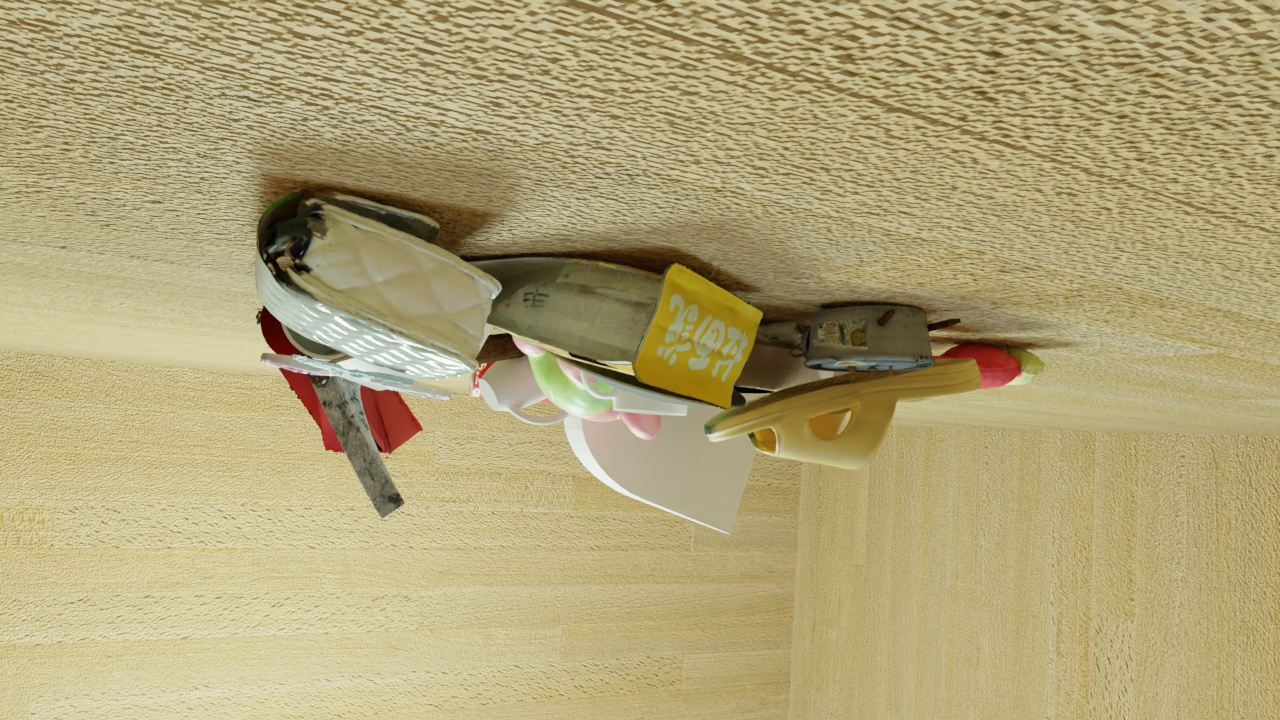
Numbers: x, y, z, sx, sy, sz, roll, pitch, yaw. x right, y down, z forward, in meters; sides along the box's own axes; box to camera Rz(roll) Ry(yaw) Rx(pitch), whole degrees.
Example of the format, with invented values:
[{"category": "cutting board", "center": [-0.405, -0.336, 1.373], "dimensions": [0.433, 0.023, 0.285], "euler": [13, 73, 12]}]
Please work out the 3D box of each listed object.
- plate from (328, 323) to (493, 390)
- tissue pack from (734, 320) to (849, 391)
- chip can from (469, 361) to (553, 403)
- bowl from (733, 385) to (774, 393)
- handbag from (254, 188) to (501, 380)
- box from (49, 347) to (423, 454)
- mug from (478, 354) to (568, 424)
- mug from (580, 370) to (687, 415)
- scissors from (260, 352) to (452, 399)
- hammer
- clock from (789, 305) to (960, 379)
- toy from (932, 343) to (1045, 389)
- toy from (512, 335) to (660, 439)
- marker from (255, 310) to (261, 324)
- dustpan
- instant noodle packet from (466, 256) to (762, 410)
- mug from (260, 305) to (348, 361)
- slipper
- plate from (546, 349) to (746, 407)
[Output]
[{"category": "plate", "center": [-0.194, -0.007, 0.810], "dimensions": [0.174, 0.036, 0.174], "euler": [-18, -171, 3]}, {"category": "tissue pack", "center": [0.124, -0.008, 0.888], "dimensions": [0.181, 0.071, 0.104], "euler": [12, -174, -40]}, {"category": "chip can", "center": [-0.159, 0.034, 1.464], "dimensions": [0.220, 0.069, 0.069], "euler": [6, 175, -15]}, {"category": "bowl", "center": [0.094, 0.007, 1.060], "dimensions": [0.124, 0.052, 0.124], "euler": [4, 175, 0]}, {"category": "handbag", "center": [-0.169, -0.045, 0.571], "dimensions": [0.138, 0.072, 0.195], "euler": [25, 167, -21]}, {"category": "box", "center": [-0.456, 0.039, 1.060], "dimensions": [0.373, 0.148, 0.213], "euler": [3, 178, -38]}, {"category": "mug", "center": [-0.137, 0.037, 1.112], "dimensions": [0.089, 0.107, 0.071], "euler": [-28, 162, -28]}, {"category": "mug", "center": [-0.005, 0.005, 0.910], "dimensions": [0.110, 0.090, 0.074], "euler": [5, 175, -12]}, {"category": "scissors", "center": [-0.206, 0.011, 0.689], "dimensions": [0.171, 0.013, 0.175], "euler": [3, 170, 42]}, {"category": "hammer", "center": [-0.203, 0.029, 0.959], "dimensions": [0.037, 0.217, 0.299], "euler": [-34, 168, 30]}, {"category": "clock", "center": [0.179, -0.013, 0.763], "dimensions": [0.103, 0.056, 0.148], "euler": [4, 174, -33]}, {"category": "toy", "center": [0.330, 0.006, 0.909], "dimensions": [0.135, 0.045, 0.092], "euler": [0, 178, -9]}, {"category": "toy", "center": [-0.040, 0.021, 1.029], "dimensions": [0.192, 0.097, 0.236], "euler": [33, -173, 36]}, {"category": "marker", "center": [-0.378, -0.042, 1.090], "dimensions": [0.146, 0.017, 0.017], "euler": [7, 174, -30]}, {"category": "dustpan", "center": [0.029, 0.087, 1.175], "dimensions": [0.257, 0.191, 0.053], "euler": [25, 166, -24]}, {"category": "instant noodle packet", "center": [-0.045, -0.033, 0.687], "dimensions": [0.222, 0.084, 0.162], "euler": [14, 179, 30]}, {"category": "mug", "center": [-0.260, -0.036, 0.779], "dimensions": [0.105, 0.073, 0.083], "euler": [-3, 180, -32]}, {"category": "slipper", "center": [0.182, 0.053, 0.813], "dimensions": [0.263, 0.078, 0.099], "euler": [-12, -176, -14]}, {"category": "plate", "center": [0.003, 0.014, 0.788], "dimensions": [0.178, 0.012, 0.178], "euler": [16, -172, -3]}]
